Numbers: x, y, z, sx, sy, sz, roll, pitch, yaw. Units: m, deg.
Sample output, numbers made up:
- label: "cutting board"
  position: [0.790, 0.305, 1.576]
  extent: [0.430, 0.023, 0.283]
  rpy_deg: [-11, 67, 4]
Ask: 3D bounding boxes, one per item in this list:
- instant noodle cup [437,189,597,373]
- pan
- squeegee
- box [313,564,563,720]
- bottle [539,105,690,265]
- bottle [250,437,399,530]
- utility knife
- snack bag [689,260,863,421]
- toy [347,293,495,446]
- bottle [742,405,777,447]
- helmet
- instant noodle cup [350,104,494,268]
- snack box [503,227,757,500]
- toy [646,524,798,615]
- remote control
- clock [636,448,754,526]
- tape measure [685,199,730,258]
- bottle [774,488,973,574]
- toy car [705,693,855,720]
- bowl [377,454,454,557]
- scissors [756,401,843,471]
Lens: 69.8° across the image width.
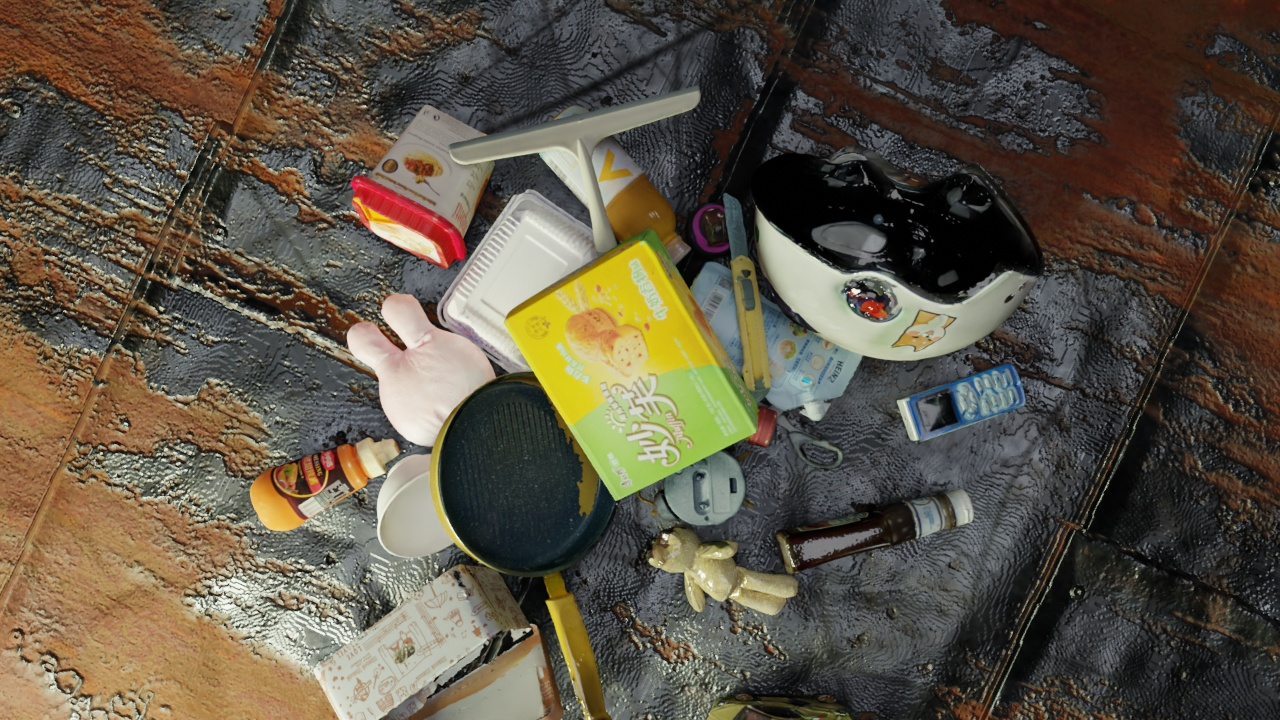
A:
- label: "instant noodle cup"
  position: [-0.116, -0.078, 0.941]
  extent: [0.138, 0.060, 0.173]
  rpy_deg: [35, 91, 0]
- label: "pan"
  position: [-0.086, 0.186, 0.884]
  extent: [0.197, 0.078, 0.357]
  rpy_deg: [-9, 88, -32]
- label: "squeegee"
  position: [-0.035, -0.115, 0.886]
  extent: [0.246, 0.039, 0.246]
  rpy_deg: [-14, 102, -2]
- label: "box"
  position: [-0.182, 0.324, 0.894]
  extent: [0.182, 0.152, 0.174]
  rpy_deg: [-36, 72, 0]
- label: "bottle"
  position: [-0.024, -0.171, 0.936]
  extent: [0.068, 0.068, 0.189]
  rpy_deg: [-42, 92, 0]
- label: "bottle"
  position: [-0.319, 0.119, 0.942]
  extent: [0.149, 0.067, 0.067]
  rpy_deg: [-25, 90, -7]
- label: "utility knife"
  position: [0.105, -0.063, 0.925]
  extent: [0.031, 0.022, 0.216]
  rpy_deg: [-6, 80, -20]
- label: "snack bag"
  position: [0.129, -0.020, 0.944]
  extent: [0.191, 0.039, 0.110]
  rpy_deg: [28, 75, 4]
- label: "toy"
  position: [-0.223, 0.010, 0.941]
  extent: [0.121, 0.054, 0.159]
  rpy_deg: [-36, 94, 4]
- label: "bottle"
  position: [0.050, 0.046, 0.936]
  extent: [0.175, 0.057, 0.057]
  rpy_deg: [16, 90, 3]
- label: "helmet"
  position: [0.230, -0.089, 0.881]
  extent: [0.274, 0.229, 0.157]
  rpy_deg: [5, 131, -2]
- label: "instant noodle cup"
  position: [-0.210, -0.176, 0.922]
  extent: [0.116, 0.116, 0.124]
  rpy_deg: [27, 77, 0]
- label: "snack box"
  position: [-0.005, 0.005, 0.863]
  extent: [0.158, 0.070, 0.210]
  rpy_deg: [-28, 100, 15]
- label: "toy"
  position: [0.085, 0.215, 0.942]
  extent: [0.157, 0.066, 0.105]
  rpy_deg: [23, 132, -3]
- label: "remote control"
  position: [0.334, 0.044, 0.955]
  extent: [0.125, 0.024, 0.049]
  rpy_deg: [-18, 90, -1]
- label: "clock"
  position: [0.054, 0.124, 0.939]
  extent: [0.122, 0.055, 0.082]
  rpy_deg: [-3, 94, 6]
- label: "tape measure"
  position: [0.075, -0.135, 0.950]
  extent: [0.057, 0.039, 0.058]
  rpy_deg: [-13, 90, 0]
- label: "bottle"
  position: [0.237, 0.170, 0.928]
  extent: [0.195, 0.080, 0.044]
  rpy_deg: [-14, 84, -2]
- label: "toy car"
  position: [0.145, 0.385, 0.947]
  extent: [0.158, 0.042, 0.070]
  rpy_deg: [0, 89, 3]
- label: "bowl"
  position: [-0.221, 0.134, 0.930]
  extent: [0.118, 0.118, 0.065]
  rpy_deg: [-46, 52, 0]
- label: "scissors"
  position: [0.140, 0.060, 0.964]
  extent: [0.179, 0.014, 0.159]
  rpy_deg: [-33, 86, 3]
